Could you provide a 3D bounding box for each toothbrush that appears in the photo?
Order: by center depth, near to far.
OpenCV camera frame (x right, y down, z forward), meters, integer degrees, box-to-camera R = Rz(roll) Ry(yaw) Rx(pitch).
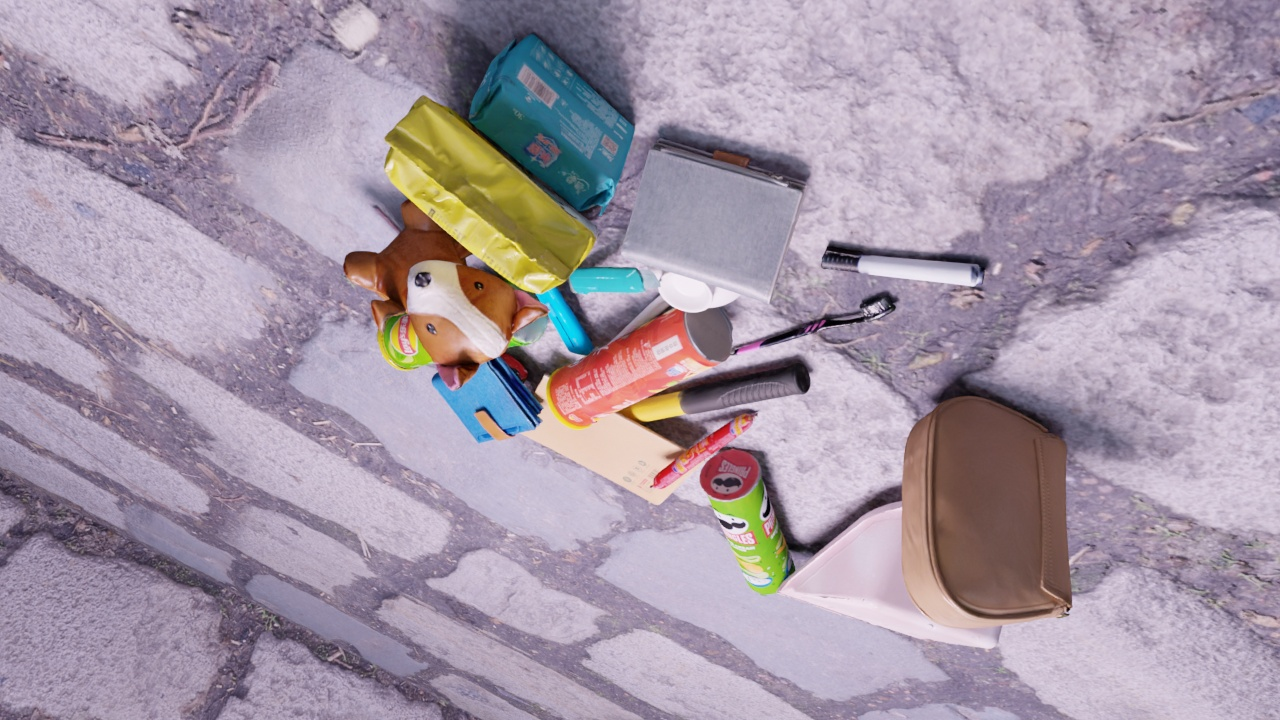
[{"bbox_3d":[0.154,-0.029,0.859,0.190,0.014,0.018,-17,118,44],"label":"toothbrush"},{"bbox_3d":[-0.012,-0.034,0.952,0.016,0.016,0.181,21,147,-25],"label":"toothbrush"}]

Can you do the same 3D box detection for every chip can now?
[{"bbox_3d":[-0.006,0.005,0.930,0.073,0.073,0.217,40,137,-22],"label":"chip can"},{"bbox_3d":[-0.196,-0.037,1.003,0.222,0.072,0.072,-10,133,39],"label":"chip can"},{"bbox_3d":[0.137,0.205,1.129,0.072,0.072,0.236,4,141,26],"label":"chip can"}]

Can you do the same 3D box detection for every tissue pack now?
[{"bbox_3d":[-0.064,-0.182,0.713,0.133,0.093,0.050,38,130,-21],"label":"tissue pack"}]

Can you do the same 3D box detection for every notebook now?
[{"bbox_3d":[-0.042,0.099,1.092,0.207,0.008,0.148,29,145,-5],"label":"notebook"}]

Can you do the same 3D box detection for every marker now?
[{"bbox_3d":[0.214,-0.078,0.754,0.131,0.018,0.023,8,133,22],"label":"marker"}]

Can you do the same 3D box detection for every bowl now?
[{"bbox_3d":[0.049,-0.082,0.805,0.118,0.064,0.118,16,144,11],"label":"bowl"}]

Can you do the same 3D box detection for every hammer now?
[{"bbox_3d":[0.052,0.045,1.001,0.302,0.032,0.129,-14,131,42],"label":"hammer"}]

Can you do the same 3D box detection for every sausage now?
[{"bbox_3d":[0.069,0.101,1.024,0.156,0.020,0.020,-38,116,21],"label":"sausage"}]

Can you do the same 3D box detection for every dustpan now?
[{"bbox_3d":[0.323,0.246,1.084,0.222,0.138,0.274,20,165,-11],"label":"dustpan"}]

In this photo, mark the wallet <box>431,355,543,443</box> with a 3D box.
[{"bbox_3d":[-0.182,0.046,1.084,0.133,0.040,0.106,-16,115,49],"label":"wallet"}]

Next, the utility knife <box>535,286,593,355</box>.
[{"bbox_3d":[-0.091,-0.062,0.915,0.034,0.018,0.218,20,159,25],"label":"utility knife"}]

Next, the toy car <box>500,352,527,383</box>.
[{"bbox_3d":[-0.168,0.029,1.108,0.049,0.031,0.107,36,142,3],"label":"toy car"}]

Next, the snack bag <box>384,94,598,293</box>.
[{"bbox_3d":[-0.112,-0.126,0.727,0.158,0.068,0.246,39,-173,-8],"label":"snack bag"}]

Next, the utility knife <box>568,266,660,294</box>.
[{"bbox_3d":[-0.028,-0.074,0.858,0.176,0.013,0.029,9,121,60],"label":"utility knife"}]

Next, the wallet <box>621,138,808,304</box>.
[{"bbox_3d":[0.060,-0.116,0.745,0.130,0.037,0.107,19,103,9],"label":"wallet"}]

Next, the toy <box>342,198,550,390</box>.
[{"bbox_3d":[-0.190,-0.068,0.883,0.199,0.140,0.130,47,180,25],"label":"toy"}]

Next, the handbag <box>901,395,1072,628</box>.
[{"bbox_3d":[0.310,0.141,0.832,0.148,0.204,0.100,11,157,-4],"label":"handbag"}]
